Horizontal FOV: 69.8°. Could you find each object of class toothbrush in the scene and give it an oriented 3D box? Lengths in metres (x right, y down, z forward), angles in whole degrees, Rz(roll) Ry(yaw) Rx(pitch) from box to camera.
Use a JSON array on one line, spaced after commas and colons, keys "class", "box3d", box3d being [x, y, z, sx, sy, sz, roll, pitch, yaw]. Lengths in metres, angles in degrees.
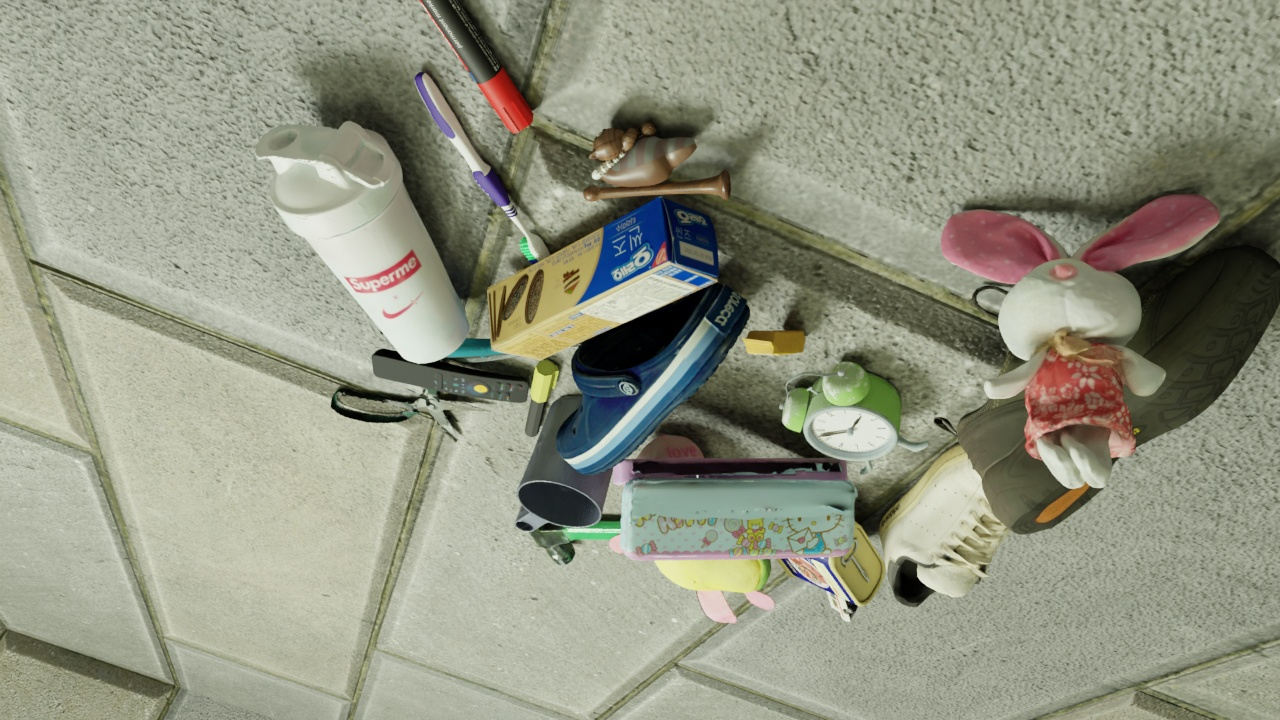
[{"class": "toothbrush", "box3d": [-0.116, -0.137, 0.693, 0.016, 0.015, 0.187, -3, 139, 31]}]

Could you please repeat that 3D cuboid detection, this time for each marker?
[{"class": "marker", "box3d": [-0.100, 0.040, 0.910, 0.021, 0.017, 0.124, -9, 150, -19]}, {"class": "marker", "box3d": [-0.117, -0.211, 0.595, 0.023, 0.021, 0.145, 14, 150, 43]}]

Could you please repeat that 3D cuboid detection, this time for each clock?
[{"class": "clock", "box3d": [0.176, 0.045, 0.789, 0.119, 0.042, 0.095, 33, 139, -20]}]

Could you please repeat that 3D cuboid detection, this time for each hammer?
[{"class": "hammer", "box3d": [0.014, 0.196, 1.055, 0.319, 0.032, 0.130, -3, 138, 24]}]

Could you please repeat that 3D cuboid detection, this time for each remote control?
[{"class": "remote control", "box3d": [-0.183, 0.015, 0.891, 0.152, 0.020, 0.041, 12, 144, -4]}]

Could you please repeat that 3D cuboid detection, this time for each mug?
[{"class": "mug", "box3d": [-0.077, 0.107, 0.914, 0.084, 0.103, 0.124, 31, 141, -18]}]

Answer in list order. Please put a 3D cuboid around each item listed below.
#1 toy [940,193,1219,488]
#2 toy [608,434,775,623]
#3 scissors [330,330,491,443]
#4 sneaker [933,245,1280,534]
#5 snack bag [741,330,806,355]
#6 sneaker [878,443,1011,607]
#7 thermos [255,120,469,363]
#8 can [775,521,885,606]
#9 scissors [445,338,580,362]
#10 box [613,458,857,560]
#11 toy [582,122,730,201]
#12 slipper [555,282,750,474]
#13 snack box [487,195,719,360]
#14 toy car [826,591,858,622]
[{"class": "toy", "box3d": [0.264, -0.015, 0.564, 0.159, 0.194, 0.084, 1, 157, 25]}, {"class": "toy", "box3d": [0.059, 0.182, 0.943, 0.191, 0.087, 0.238, -12, 120, 40]}, {"class": "scissors", "box3d": [-0.257, 0.024, 0.954, 0.202, 0.015, 0.202, 2, 138, 19]}, {"class": "sneaker", "box3d": [0.310, -0.003, 0.647, 0.101, 0.143, 0.238, 25, 114, -45]}, {"class": "snack bag", "box3d": [0.106, -0.014, 0.717, 0.026, 0.020, 0.099, 3, -177, 25]}, {"class": "sneaker", "box3d": [0.292, 0.156, 0.834, 0.089, 0.102, 0.242, 21, 143, -6]}, {"class": "thermos", "box3d": [-0.205, -0.091, 0.730, 0.099, 0.099, 0.221, 2, 145, 18]}, {"class": "can", "box3d": [0.185, 0.192, 0.932, 0.092, 0.056, 0.116, 17, 153, 46]}, {"class": "scissors", "box3d": [-0.136, -0.010, 0.843, 0.155, 0.019, 0.125, 1, 175, -20]}, {"class": "box", "box3d": [0.084, 0.136, 0.830, 0.214, 0.092, 0.089, 1, 171, -10]}, {"class": "toy", "box3d": [0.009, -0.134, 0.625, 0.102, 0.041, 0.055, -2, 101, 9]}, {"class": "slipper", "box3d": [-0.005, 0.004, 0.765, 0.095, 0.104, 0.254, 36, 139, -9]}, {"class": "snack box", "box3d": [-0.036, -0.059, 0.717, 0.207, 0.057, 0.056, -22, 156, 39]}, {"class": "toy car", "box3d": [0.227, 0.253, 1.041, 0.039, 0.039, 0.113, 18, 148, 36]}]
